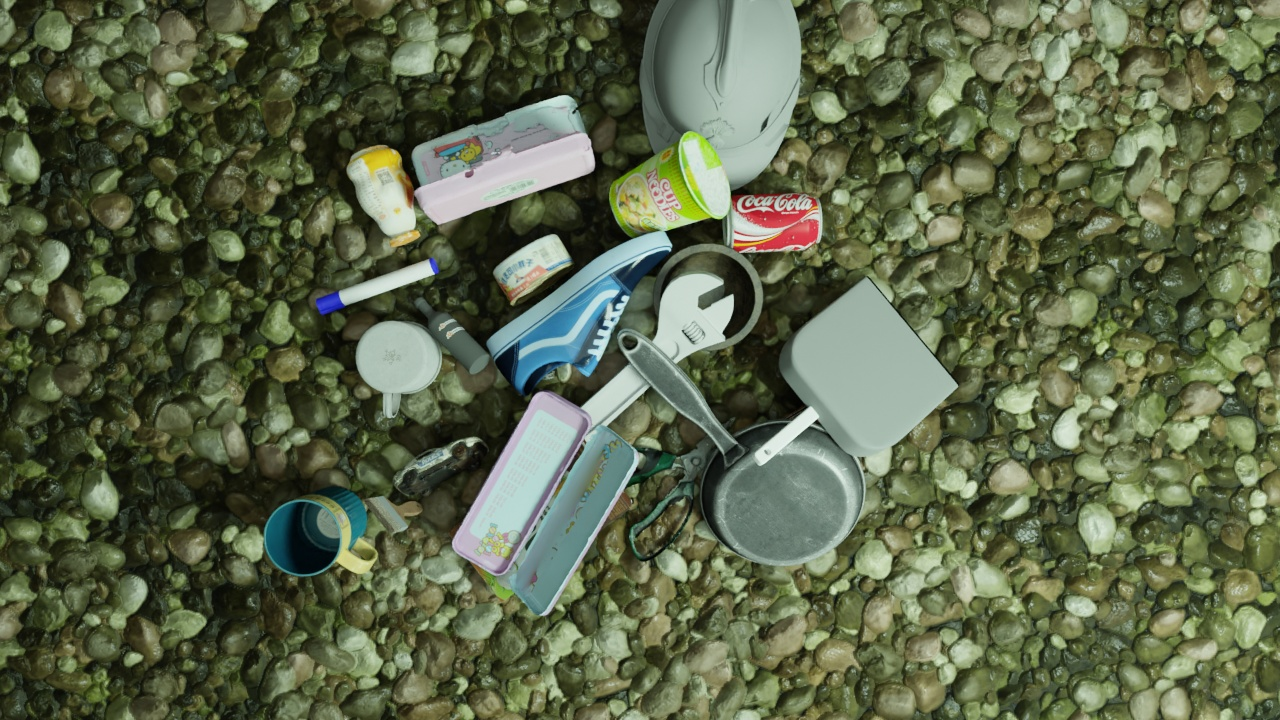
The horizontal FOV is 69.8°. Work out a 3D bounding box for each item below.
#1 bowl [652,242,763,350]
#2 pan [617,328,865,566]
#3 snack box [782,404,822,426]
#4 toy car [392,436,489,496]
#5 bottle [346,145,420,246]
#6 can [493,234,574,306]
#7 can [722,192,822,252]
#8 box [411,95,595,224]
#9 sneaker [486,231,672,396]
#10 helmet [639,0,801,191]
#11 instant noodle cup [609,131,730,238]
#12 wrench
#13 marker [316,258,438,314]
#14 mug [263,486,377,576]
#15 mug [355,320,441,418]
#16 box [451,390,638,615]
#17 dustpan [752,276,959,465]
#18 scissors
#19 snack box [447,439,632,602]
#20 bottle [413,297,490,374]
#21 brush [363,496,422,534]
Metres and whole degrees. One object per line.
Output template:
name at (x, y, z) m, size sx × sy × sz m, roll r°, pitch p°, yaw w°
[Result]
bowl at (0.076, -0.076, 1.038) m, size 0.121 × 0.056 × 0.121 m, roll 2°, pitch 107°, yaw 5°
pan at (0.102, 0.097, 1.020) m, size 0.187 × 0.055 × 0.357 m, roll -42°, pitch 104°, yaw 16°
snack box at (0.218, 0.066, 1.057) m, size 0.141 × 0.032 × 0.051 m, roll -31°, pitch 92°, yaw 1°
toy car at (-0.229, 0.117, 1.051) m, size 0.113 × 0.048 × 0.040 m, roll -27°, pitch 60°, yaw -1°
bottle at (-0.285, -0.184, 1.033) m, size 0.063 × 0.063 × 0.109 m, roll -22°, pitch 94°, yaw 0°
can at (-0.119, -0.101, 1.024) m, size 0.086 × 0.086 × 0.043 m, roll -32°, pitch 90°, yaw 0°
can at (0.147, -0.155, 1.034) m, size 0.105 × 0.064 × 0.064 m, roll -3°, pitch 92°, yaw 0°
box at (-0.159, -0.235, 1.027) m, size 0.202 × 0.087 × 0.102 m, roll -19°, pitch 79°, yaw 1°
sneaker at (-0.051, -0.043, 1.023) m, size 0.241 × 0.083 × 0.098 m, roll -35°, pitch 79°, yaw 9°
helmet at (0.092, -0.326, 1.002) m, size 0.183 × 0.117 × 0.271 m, roll 6°, pitch 93°, yaw -1°
instant noodle cup at (0.028, -0.184, 1.007) m, size 0.108 × 0.098 × 0.099 m, roll -19°, pitch 92°, yaw 32°
wrench at (-0.006, 0.006, 1.030) m, size 0.274 × 0.018 × 0.086 m, roll -41°, pitch 99°, yaw 15°
marker at (-0.302, -0.085, 1.056) m, size 0.141 × 0.020 × 0.020 m, roll -19°, pitch 92°, yaw 0°
mug at (-0.345, 0.196, 1.021) m, size 0.113 × 0.107 × 0.083 m, roll 34°, pitch 89°, yaw -1°
mug at (-0.275, 0.011, 1.035) m, size 0.084 × 0.070 × 0.113 m, roll 12°, pitch 90°, yaw -1°
box at (-0.103, 0.155, 1.004) m, size 0.150 × 0.048 × 0.214 m, roll 33°, pitch 97°, yaw 21°
dustpan at (0.217, 0.035, 1.006) m, size 0.256 × 0.033 × 0.163 m, roll -35°, pitch 83°, yaw -29°
scissors at (0.049, 0.152, 1.067) m, size 0.210 × 0.015 × 0.146 m, roll -21°, pitch 89°, yaw 2°
snack box at (-0.114, 0.179, 1.049) m, size 0.186 × 0.031 × 0.101 m, roll -37°, pitch 92°, yaw 7°
bottle at (-0.219, -0.033, 1.044) m, size 0.113 × 0.030 × 0.030 m, roll 43°, pitch 91°, yaw 18°
brush at (-0.261, 0.165, 1.002) m, size 0.008 × 0.143 × 0.045 m, roll -41°, pitch 83°, yaw -1°
